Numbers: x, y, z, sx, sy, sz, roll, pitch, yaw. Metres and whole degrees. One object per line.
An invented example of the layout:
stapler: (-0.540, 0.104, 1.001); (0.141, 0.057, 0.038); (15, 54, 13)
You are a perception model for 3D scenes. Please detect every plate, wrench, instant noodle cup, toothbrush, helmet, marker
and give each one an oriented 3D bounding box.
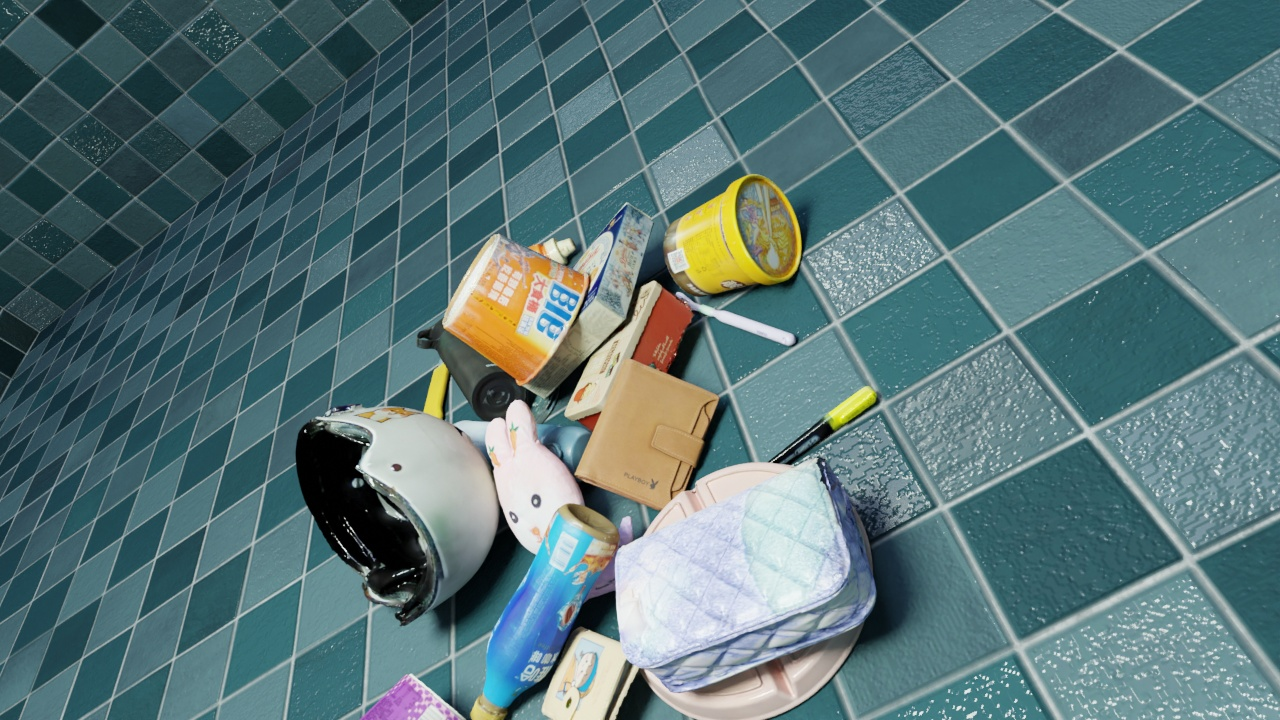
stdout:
plate: (0.080, 0.183, 0.768); (0.230, 0.028, 0.229); (-22, 45, 24)
wrench: (-0.116, -0.025, 1.184); (0.056, 0.016, 0.272); (-20, 43, 28)
instant noodle cup: (-0.144, -0.063, 1.026); (0.152, 0.111, 0.151); (-51, 19, 25)
toothbrush: (0.099, -0.044, 0.997); (0.021, 0.029, 0.189); (-18, 25, -32)
helmet: (-0.250, 0.145, 1.002); (0.156, 0.230, 0.274); (-23, 21, -35)
instant noodle cup: (0.096, -0.129, 1.008); (0.115, 0.118, 0.118); (-17, 43, 42)
instant noodle cup: (-0.213, 0.350, 0.836); (0.112, 0.111, 0.099); (10, 52, 47)
marker: (0.161, 0.066, 0.830); (0.124, 0.018, 0.015); (-38, 35, 9)

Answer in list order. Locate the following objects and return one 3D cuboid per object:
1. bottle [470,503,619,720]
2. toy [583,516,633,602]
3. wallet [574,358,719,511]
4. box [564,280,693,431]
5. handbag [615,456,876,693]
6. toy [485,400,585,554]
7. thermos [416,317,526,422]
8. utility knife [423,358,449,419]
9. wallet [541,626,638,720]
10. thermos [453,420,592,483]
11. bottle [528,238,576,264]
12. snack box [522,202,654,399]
bottle: (-0.093, 0.237, 0.834); (0.065, 0.065, 0.219); (37, 102, 53)
toy: (-0.048, 0.203, 0.875); (0.108, 0.039, 0.083); (-21, 60, 19)
wallet: (0.009, 0.075, 0.907); (0.031, 0.108, 0.131); (104, -172, -71)
box: (-0.006, 0.006, 1.006); (0.092, 0.075, 0.168); (-23, 37, 55)
handbag: (0.076, 0.166, 0.709); (0.194, 0.075, 0.134); (-26, 40, 17)
toy: (-0.112, 0.123, 0.935); (0.122, 0.054, 0.159); (-41, 71, 45)
thermos: (-0.229, 0.005, 1.194); (0.242, 0.089, 0.068); (37, 126, 58)
utility knife: (-0.279, 0.050, 1.263); (0.033, 0.015, 0.180); (-21, 41, 21)
wallet: (-0.045, 0.279, 0.789); (0.115, 0.024, 0.087); (-10, 47, 61)
thermos: (-0.136, 0.101, 1.032); (0.221, 0.070, 0.070); (-2, 53, 44)
bottle: (-0.158, -0.130, 1.294); (0.149, 0.067, 0.066); (-27, 39, 10)
snack box: (-0.064, -0.069, 1.084); (0.178, 0.046, 0.182); (-44, 22, 41)
